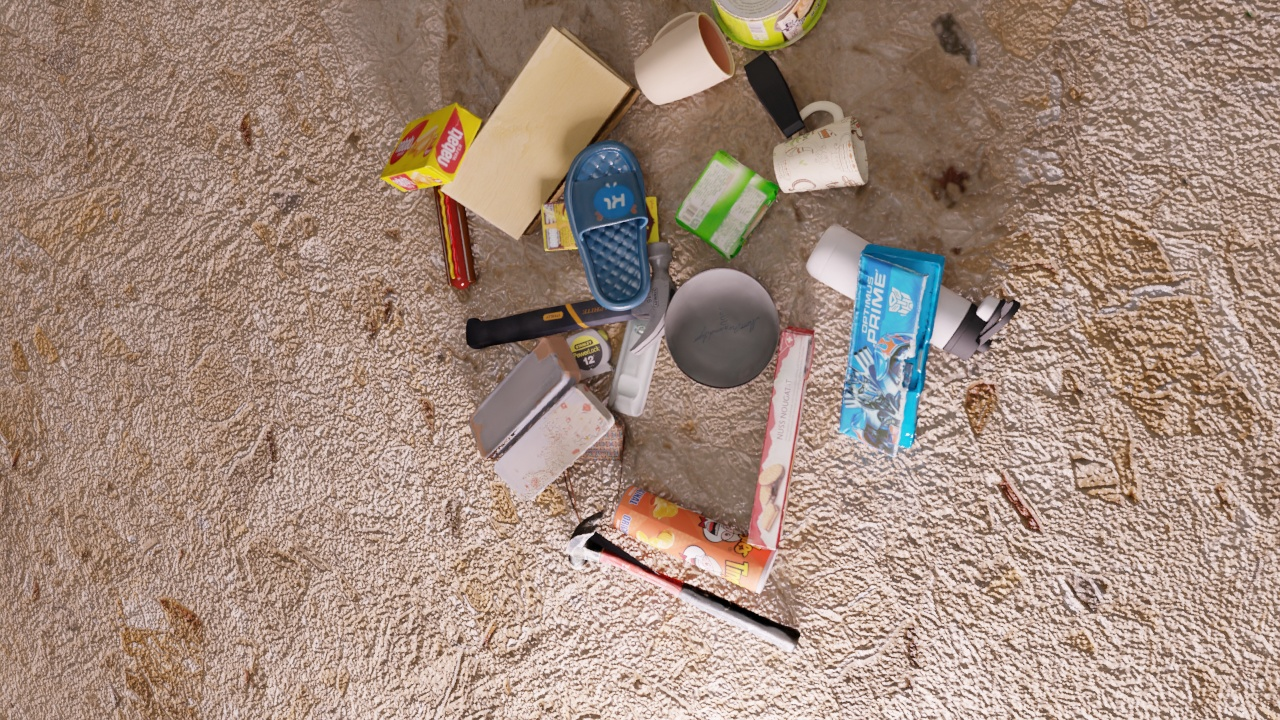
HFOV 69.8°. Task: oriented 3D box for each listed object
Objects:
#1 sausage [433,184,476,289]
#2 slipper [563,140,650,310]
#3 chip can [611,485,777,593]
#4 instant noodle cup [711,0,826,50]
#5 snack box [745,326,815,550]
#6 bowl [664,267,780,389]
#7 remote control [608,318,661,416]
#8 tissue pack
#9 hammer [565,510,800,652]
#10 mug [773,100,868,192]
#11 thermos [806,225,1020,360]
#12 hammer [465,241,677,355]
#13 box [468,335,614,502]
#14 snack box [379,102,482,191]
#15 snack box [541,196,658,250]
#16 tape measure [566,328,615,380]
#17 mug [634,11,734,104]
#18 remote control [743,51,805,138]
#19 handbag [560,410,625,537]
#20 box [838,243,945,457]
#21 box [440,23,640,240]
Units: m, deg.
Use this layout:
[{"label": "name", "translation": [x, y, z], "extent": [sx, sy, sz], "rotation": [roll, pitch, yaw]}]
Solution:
[{"label": "sausage", "translation": [-0.259, -0.177, 1.282], "extent": [0.040, 0.040, 0.155], "rotation": [-7, 93, 19]}, {"label": "slipper", "translation": [-0.039, -0.168, 1.145], "extent": [0.104, 0.059, 0.213], "rotation": [-7, 92, -5]}, {"label": "chip can", "translation": [0.070, 0.232, 1.200], "extent": [0.210, 0.062, 0.062], "rotation": [21, 101, 15]}, {"label": "instant noodle cup", "translation": [0.147, -0.452, 1.090], "extent": [0.146, 0.097, 0.146], "rotation": [2, 95, 18]}, {"label": "snack box", "translation": [0.178, 0.096, 1.145], "extent": [0.044, 0.076, 0.273], "rotation": [10, 98, 14]}, {"label": "bowl", "translation": [0.107, -0.042, 1.163], "extent": [0.151, 0.056, 0.151], "rotation": [2, 97, 16]}, {"label": "remote control", "translation": [-0.007, 0.007, 1.225], "extent": [0.050, 0.022, 0.133], "rotation": [17, 100, 16]}, {"label": "tissue pack", "translation": [0.109, -0.196, 1.161], "extent": [0.099, 0.034, 0.114], "rotation": [39, 106, 14]}, {"label": "hammer", "translation": [0.055, 0.296, 1.202], "extent": [0.326, 0.036, 0.141], "rotation": [23, 144, 9]}, {"label": "mug", "translation": [0.215, -0.260, 1.108], "extent": [0.097, 0.081, 0.121], "rotation": [-9, 71, 26]}, {"label": "thermos", "translation": [0.314, -0.088, 1.076], "extent": [0.230, 0.068, 0.101], "rotation": [32, 141, 12]}, {"label": "hammer", "translation": [-0.099, -0.064, 1.233], "extent": [0.313, 0.035, 0.139], "rotation": [-8, 75, 23]}, {"label": "box", "translation": [-0.138, 0.082, 1.227], "extent": [0.157, 0.063, 0.217], "rotation": [51, 125, 6]}, {"label": "snack box", "translation": [-0.278, -0.275, 1.203], "extent": [0.201, 0.042, 0.092], "rotation": [11, 75, 58]}, {"label": "snack box", "translation": [-0.052, -0.177, 1.188], "extent": [0.149, 0.025, 0.061], "rotation": [-5, 94, -8]}, {"label": "tape measure", "translation": [-0.069, -0.008, 1.247], "extent": [0.064, 0.016, 0.065], "rotation": [-18, 89, 19]}, {"label": "mug", "translation": [0.050, -0.381, 1.145], "extent": [0.105, 0.085, 0.111], "rotation": [-21, 60, 30]}, {"label": "remote control", "translation": [0.163, -0.325, 1.119], "extent": [0.039, 0.010, 0.124], "rotation": [-31, 63, 18]}, {"label": "handbag", "translation": [-0.062, 0.161, 1.259], "extent": [0.094, 0.043, 0.196], "rotation": [0, 104, 15]}, {"label": "box", "translation": [0.283, -0.007, 1.058], "extent": [0.091, 0.065, 0.244], "rotation": [13, 122, 23]}, {"label": "box", "translation": [-0.130, -0.292, 1.192], "extent": [0.141, 0.148, 0.249], "rotation": [39, 107, -1]}]
